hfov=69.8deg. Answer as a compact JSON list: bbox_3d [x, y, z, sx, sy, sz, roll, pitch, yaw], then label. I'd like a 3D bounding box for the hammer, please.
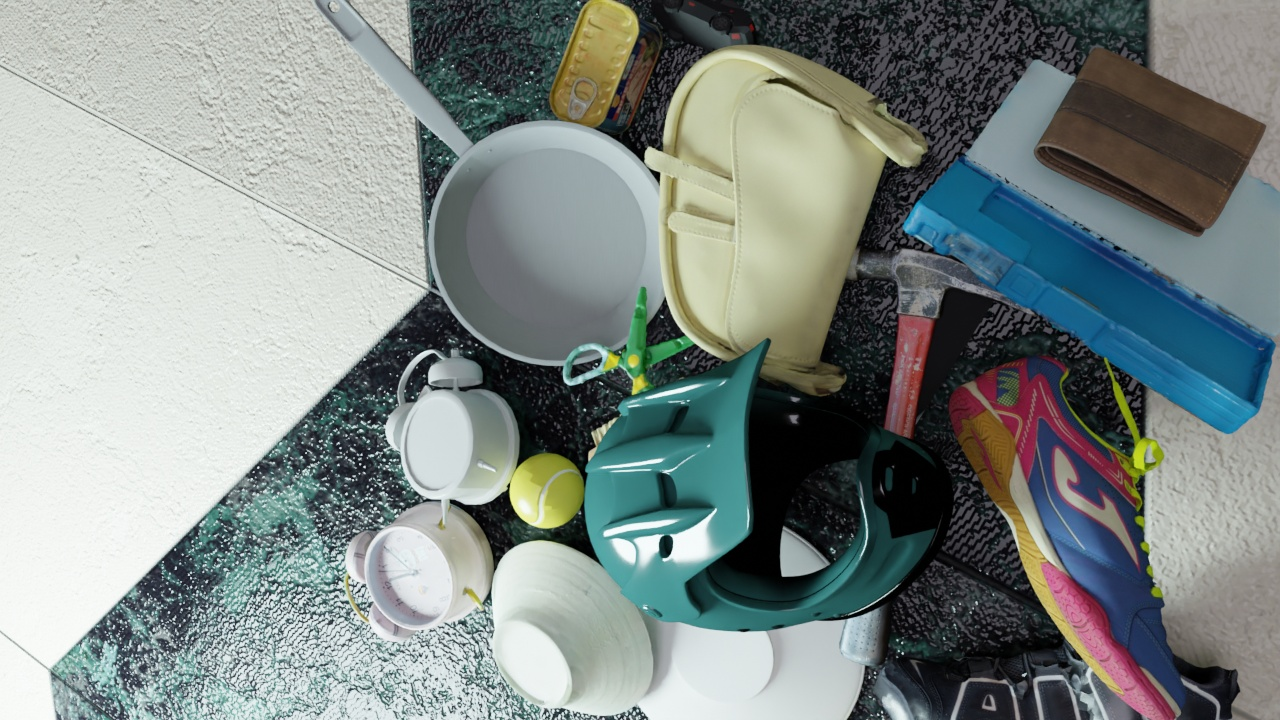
[{"bbox_3d":[0.204,0.080,0.704,0.141,0.036,0.326,11,100,22],"label":"hammer"}]

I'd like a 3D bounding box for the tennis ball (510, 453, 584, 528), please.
[{"bbox_3d":[-0.082,0.114,0.806,0.065,0.065,0.065,3,98,21],"label":"tennis ball"}]

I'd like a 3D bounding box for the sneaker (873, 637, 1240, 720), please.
[{"bbox_3d":[0.303,0.232,0.658,0.253,0.097,0.151,12,95,19],"label":"sneaker"}]

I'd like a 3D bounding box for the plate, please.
[{"bbox_3d":[0.072,0.242,0.780,0.230,0.030,0.229,3,98,21],"label":"plate"}]

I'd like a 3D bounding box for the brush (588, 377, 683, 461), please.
[{"bbox_3d":[0.010,0.055,0.773,0.117,0.049,0.039,-34,66,21],"label":"brush"}]

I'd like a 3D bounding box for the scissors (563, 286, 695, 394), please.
[{"bbox_3d":[-0.010,0.002,0.749,0.130,0.011,0.125,4,87,20],"label":"scissors"}]

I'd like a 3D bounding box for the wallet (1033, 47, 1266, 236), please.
[{"bbox_3d":[0.335,-0.146,0.606,0.121,0.027,0.098,31,72,14],"label":"wallet"}]

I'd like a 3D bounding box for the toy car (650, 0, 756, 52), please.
[{"bbox_3d":[0.051,-0.268,0.720,0.092,0.042,0.036,31,81,16],"label":"toy car"}]

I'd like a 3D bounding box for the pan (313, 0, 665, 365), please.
[{"bbox_3d":[-0.122,-0.151,0.736,0.201,0.050,0.356,-39,103,13],"label":"pan"}]

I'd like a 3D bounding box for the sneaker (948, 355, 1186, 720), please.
[{"bbox_3d":[0.299,0.107,0.598,0.091,0.116,0.241,-24,76,-1],"label":"sneaker"}]

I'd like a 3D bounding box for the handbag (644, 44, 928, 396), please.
[{"bbox_3d":[0.094,-0.106,0.679,0.191,0.088,0.233,25,109,33],"label":"handbag"}]

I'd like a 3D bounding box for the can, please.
[{"bbox_3d":[-0.027,-0.235,0.744,0.054,0.059,0.100,29,106,16],"label":"can"}]

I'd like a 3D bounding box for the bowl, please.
[{"bbox_3d":[-0.078,0.249,0.801,0.177,0.057,0.177,13,116,29],"label":"bowl"}]

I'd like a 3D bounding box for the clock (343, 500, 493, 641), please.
[{"bbox_3d":[-0.219,0.204,0.876,0.158,0.058,0.117,-23,88,23],"label":"clock"}]

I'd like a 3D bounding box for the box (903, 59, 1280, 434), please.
[{"bbox_3d":[0.325,-0.078,0.632,0.243,0.070,0.170,36,76,14],"label":"box"}]

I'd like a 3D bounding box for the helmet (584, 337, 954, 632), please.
[{"bbox_3d":[0.065,0.091,0.630,0.200,0.276,0.176,17,66,-19],"label":"helmet"}]

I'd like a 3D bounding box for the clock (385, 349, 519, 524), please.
[{"bbox_3d":[-0.173,0.061,0.836,0.120,0.061,0.159,-46,59,23],"label":"clock"}]
